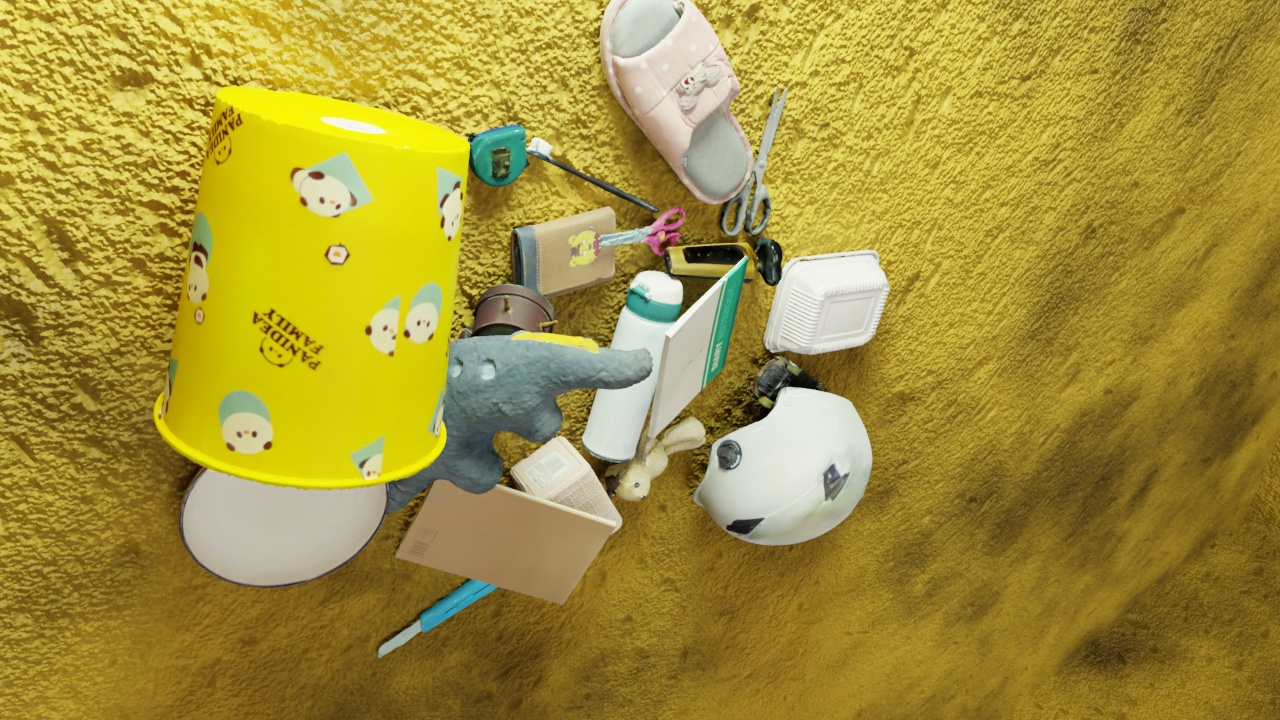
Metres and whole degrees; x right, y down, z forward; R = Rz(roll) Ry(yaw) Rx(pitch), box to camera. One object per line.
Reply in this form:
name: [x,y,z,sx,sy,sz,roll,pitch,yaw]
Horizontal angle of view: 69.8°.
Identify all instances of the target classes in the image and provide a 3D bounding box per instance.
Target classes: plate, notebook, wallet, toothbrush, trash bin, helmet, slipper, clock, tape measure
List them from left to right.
plate: [-0.347,0.138,0.902,0.192,0.039,0.193,-15,127,-21]
trash bin: [-0.247,-0.065,0.725,0.229,0.230,0.256,0,113,-37]
tape measure: [-0.132,-0.190,0.855,0.058,0.025,0.055,-20,129,-24]
notebook: [-0.155,0.205,1.042,0.211,0.012,0.150,21,122,-18]
clock: [-0.136,-0.023,0.930,0.082,0.055,0.122,26,134,-21]
wallet: [-0.078,-0.107,0.951,0.115,0.033,0.090,-20,129,-30]
toothbrush: [-0.043,-0.184,0.934,0.181,0.016,0.018,20,98,-43]
slipper: [0.049,-0.256,0.924,0.114,0.054,0.274,-43,136,-4]
notebook: [0.066,-0.011,1.068,0.150,0.012,0.210,-44,158,-29]
helmet: [0.209,0.168,1.247,0.259,0.146,0.229,-43,145,14]

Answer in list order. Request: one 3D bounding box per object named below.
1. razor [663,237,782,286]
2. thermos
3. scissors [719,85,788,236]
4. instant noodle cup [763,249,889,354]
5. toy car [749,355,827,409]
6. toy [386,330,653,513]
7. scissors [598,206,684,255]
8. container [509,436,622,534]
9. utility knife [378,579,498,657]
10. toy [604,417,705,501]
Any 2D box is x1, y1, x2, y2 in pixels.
razor: [0.097,-0.116,1.056,0.167,0.062,0.068,-4,161,-35]
thermos: [-0.006,0.006,1.060,0.073,0.073,0.225,-1,120,-37]
scissors: [0.130,-0.220,1.041,0.142,0.014,0.173,-35,135,-13]
instant noodle cup: [0.255,-0.069,1.212,0.173,0.060,0.138,-10,125,-34]
toy car: [0.205,0.042,1.262,0.070,0.042,0.158,-51,141,8]
toy: [-0.159,0.049,0.893,0.357,0.091,0.138,-32,114,25]
scissors: [0.003,-0.138,0.981,0.135,0.017,0.064,-12,133,-49]
container: [-0.092,0.162,1.091,0.089,0.090,0.111,-34,131,-14]
utility knife: [-0.235,0.303,1.131,0.202,0.018,0.034,-32,135,-14]
toy: [0.021,0.125,1.165,0.156,0.066,0.105,-32,157,-31]
